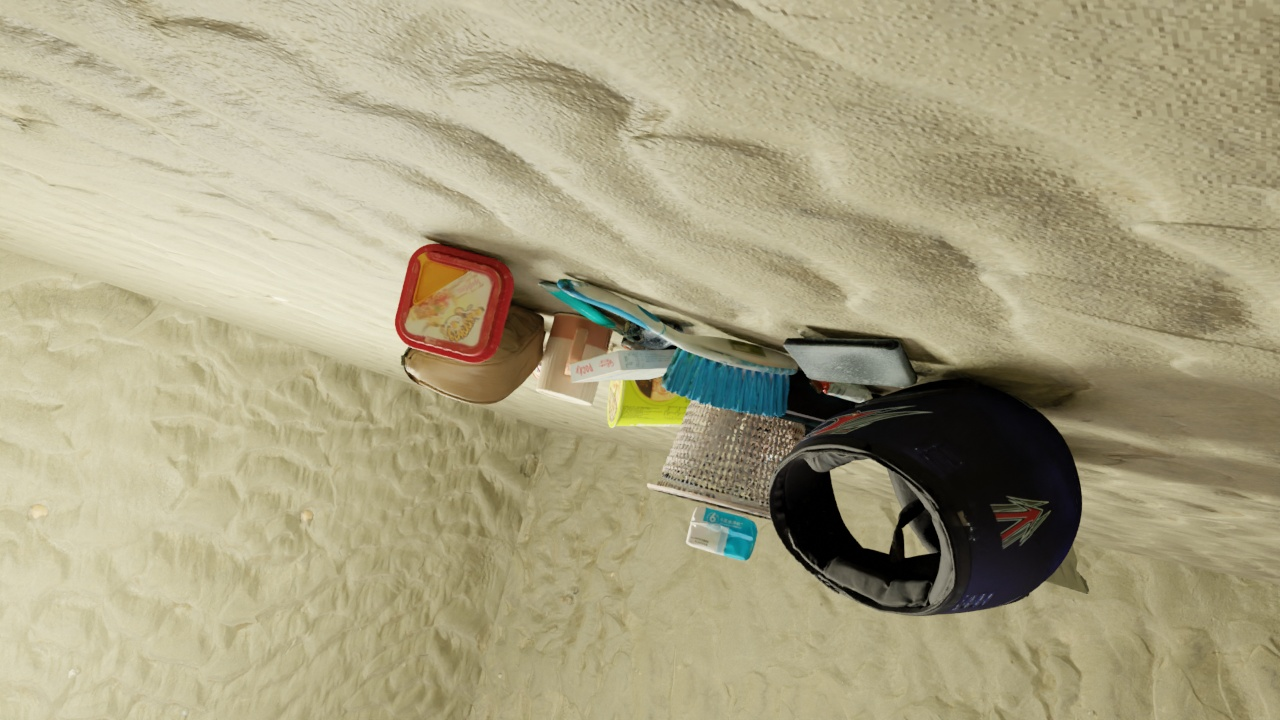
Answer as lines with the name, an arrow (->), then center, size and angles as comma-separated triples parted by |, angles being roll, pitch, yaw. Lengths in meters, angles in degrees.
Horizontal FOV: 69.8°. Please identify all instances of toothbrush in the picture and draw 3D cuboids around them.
toothbrush -> 0.230, -0.002, 0.986 | 0.180, 0.016, 0.016 | 22, 158, -36

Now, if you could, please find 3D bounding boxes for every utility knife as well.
utility knife -> -0.057, -0.056, 1.123 | 0.029, 0.013, 0.219 | 7, 167, 30

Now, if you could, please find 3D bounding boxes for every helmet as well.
helmet -> 0.322, 0.143, 1.011 | 0.239, 0.247, 0.316 | -20, -174, -29

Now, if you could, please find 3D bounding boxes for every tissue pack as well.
tissue pack -> 0.120, 0.246, 1.312 | 0.090, 0.063, 0.140 | 14, 170, 12

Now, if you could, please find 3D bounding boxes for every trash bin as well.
trash bin -> 0.141, 0.116, 1.289 | 0.227, 0.192, 0.227 | 14, 171, 2

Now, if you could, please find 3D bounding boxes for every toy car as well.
toy car -> 0.013, -0.031, 1.113 | 0.049, 0.031, 0.106 | 18, 171, -20

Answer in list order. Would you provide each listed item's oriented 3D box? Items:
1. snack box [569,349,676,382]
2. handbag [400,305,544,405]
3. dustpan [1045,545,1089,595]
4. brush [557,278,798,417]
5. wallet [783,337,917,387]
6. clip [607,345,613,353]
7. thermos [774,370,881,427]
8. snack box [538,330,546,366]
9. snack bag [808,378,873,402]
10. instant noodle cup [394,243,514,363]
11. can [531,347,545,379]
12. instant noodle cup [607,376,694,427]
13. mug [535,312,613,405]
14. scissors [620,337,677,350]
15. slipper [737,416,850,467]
snack box -> -0.007, 0.007, 1.164 | 0.085, 0.027, 0.156 | -15, 171, 38
handbag -> -0.206, -0.022, 1.178 | 0.148, 0.100, 0.204 | 9, -159, 8
dustpan -> 0.471, 0.192, 1.258 | 0.222, 0.257, 0.143 | 22, 145, -40
brush -> 0.042, -0.013, 1.049 | 0.314, 0.110, 0.060 | 12, -150, -17
wallet -> 0.218, 0.000, 0.951 | 0.121, 0.019, 0.097 | 2, 158, 28
clip -> -0.067, -0.008, 1.386 | 0.074, 0.034, 0.100 | 16, 176, -16
thermos -> 0.191, 0.045, 1.185 | 0.242, 0.068, 0.090 | 15, 178, -5
snack box -> -0.210, -0.038, 1.360 | 0.113, 0.053, 0.125 | 11, 171, 20
snack bag -> 0.249, 0.032, 1.125 | 0.105, 0.026, 0.045 | 16, -156, -29
instant noodle cup -> -0.200, -0.063, 1.030 | 0.116, 0.116, 0.124 | 15, -177, 0
can -> -0.151, 0.005, 1.531 | 0.053, 0.053, 0.133 | 16, 171, -12
instant noodle cup -> 0.019, 0.058, 1.456 | 0.123, 0.111, 0.112 | 8, 173, -12
mug -> -0.086, -0.003, 1.204 | 0.081, 0.105, 0.115 | 15, 172, -6
scissors -> 0.062, 0.010, 1.320 | 0.234, 0.021, 0.139 | 23, 168, -41
slipper -> 0.241, 0.101, 1.399 | 0.095, 0.104, 0.253 | 49, 150, -20
